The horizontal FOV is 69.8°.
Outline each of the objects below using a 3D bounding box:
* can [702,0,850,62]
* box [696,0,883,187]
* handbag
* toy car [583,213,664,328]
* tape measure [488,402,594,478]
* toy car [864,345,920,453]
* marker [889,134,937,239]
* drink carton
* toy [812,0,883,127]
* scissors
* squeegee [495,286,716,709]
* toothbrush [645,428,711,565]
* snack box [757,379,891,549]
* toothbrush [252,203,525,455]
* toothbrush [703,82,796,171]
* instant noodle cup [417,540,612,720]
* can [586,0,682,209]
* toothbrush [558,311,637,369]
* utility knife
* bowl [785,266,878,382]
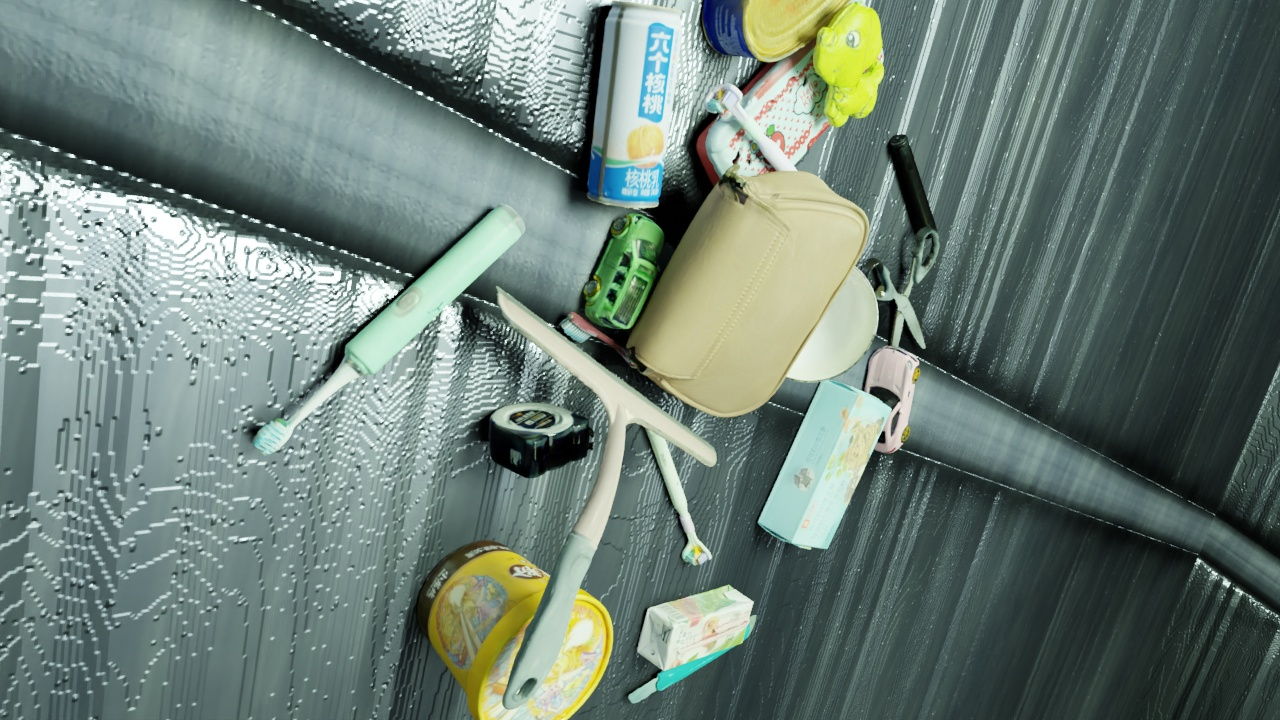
[{"bbox_3d":[0.113,-0.287,0.703,0.148,0.049,0.075,-45,134,-18],"label":"can"},{"bbox_3d":[0.127,-0.216,0.753,0.201,0.047,0.086,-48,134,-14],"label":"box"},{"bbox_3d":[0.079,-0.058,0.729,0.147,0.100,0.205,13,115,-40],"label":"handbag"},{"bbox_3d":[-0.010,-0.068,0.706,0.043,0.036,0.091,20,92,-45],"label":"toy car"},{"bbox_3d":[-0.079,0.057,0.678,0.065,0.066,0.034,-15,116,-44],"label":"tape measure"},{"bbox_3d":[0.269,0.044,1.004,0.037,0.056,0.122,-20,122,-44],"label":"toy car"},{"bbox_3d":[0.279,-0.174,0.932,0.020,0.022,0.132,-27,134,9],"label":"marker"},{"bbox_3d":[0.059,0.268,0.923,0.122,0.045,0.053,0,109,-43],"label":"drink carton"},{"bbox_3d":[0.167,-0.237,0.730,0.096,0.031,0.100,-26,135,-36],"label":"toy"},{"bbox_3d":[0.282,-0.066,0.987,0.177,0.014,0.159,16,111,-41],"label":"scissors"},{"bbox_3d":[-0.041,0.116,0.632,0.247,0.040,0.249,38,60,-37],"label":"squeegee"},{"bbox_3d":[0.033,0.123,0.849,0.020,0.029,0.190,-80,157,-51],"label":"toothbrush"},{"bbox_3d":[0.195,0.111,0.969,0.074,0.052,0.175,20,95,-47],"label":"snack box"},{"bbox_3d":[-0.160,-0.021,0.595,0.224,0.026,0.027,-46,155,-16],"label":"toothbrush"},{"bbox_3d":[0.111,-0.156,0.730,0.189,0.029,0.021,34,48,-45],"label":"toothbrush"},{"bbox_3d":[-0.101,0.204,0.694,0.118,0.114,0.119,-19,121,-36],"label":"instant noodle cup"},{"bbox_3d":[-0.004,-0.178,0.643,0.053,0.053,0.135,-9,116,-40],"label":"can"},{"bbox_3d":[-0.005,0.004,0.759,0.017,0.016,0.187,-40,140,15],"label":"toothbrush"},{"bbox_3d":[0.058,0.314,0.967,0.186,0.013,0.029,-17,119,-39],"label":"utility knife"},{"bbox_3d":[0.150,-0.043,0.829,0.066,0.116,0.116,-69,175,-78],"label":"bowl"}]
